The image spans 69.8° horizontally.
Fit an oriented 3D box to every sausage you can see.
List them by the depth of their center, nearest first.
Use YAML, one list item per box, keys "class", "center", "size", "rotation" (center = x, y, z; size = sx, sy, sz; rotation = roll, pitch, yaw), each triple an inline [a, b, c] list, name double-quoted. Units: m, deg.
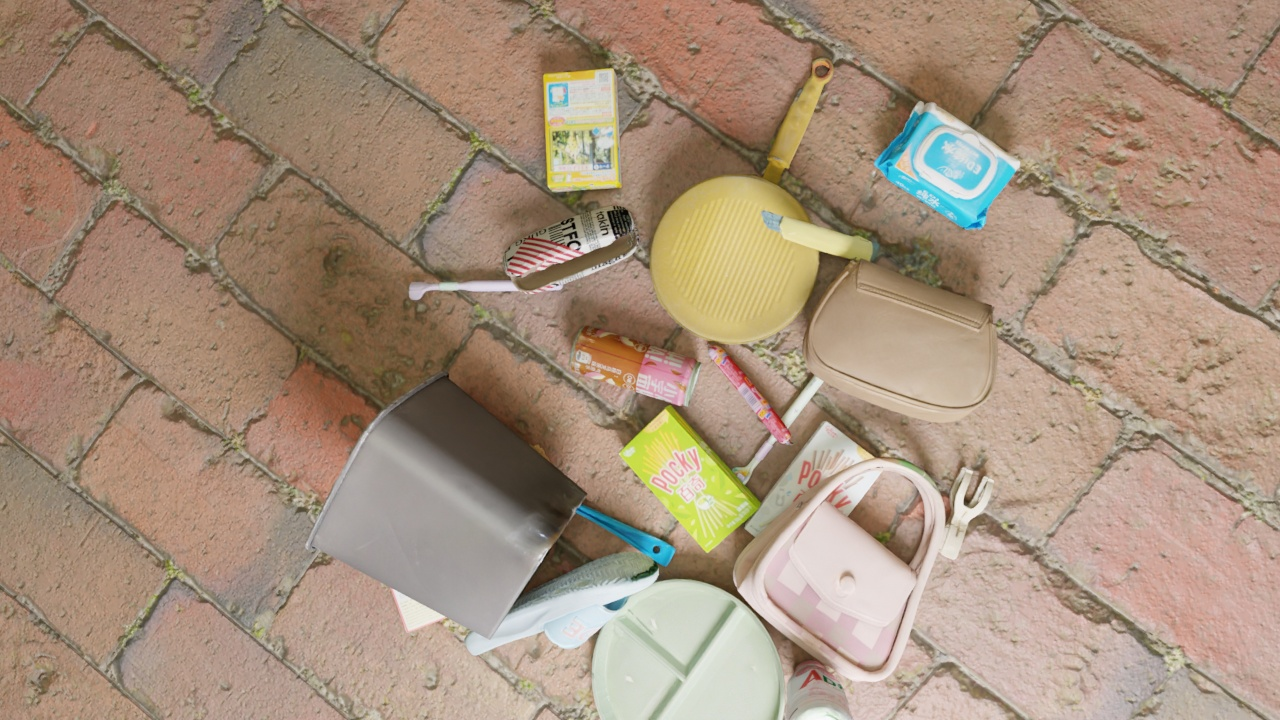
- class: "sausage"
  center: [0.126, 0.037, 1.060]
  size: [0.020, 0.020, 0.156]
  rotation: [-39, 74, 4]

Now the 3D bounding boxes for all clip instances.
- class: "clip"
  center: [0.357, 0.170, 1.015]
  size: [0.034, 0.076, 0.103]
  rotation: [25, 80, 7]

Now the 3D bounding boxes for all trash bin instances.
- class: "trash bin"
  center: [-0.197, 0.159, 0.994]
  size: [0.220, 0.198, 0.199]
  rotation: [33, 110, 2]

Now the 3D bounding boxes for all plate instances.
- class: "plate"
  center: [0.053, 0.363, 1.043]
  size: [0.230, 0.027, 0.230]
  rotation: [-2, 86, 21]

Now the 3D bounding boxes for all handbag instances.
- class: "handbag"
  center: [0.236, 0.212, 1.006]
  size: [0.193, 0.093, 0.234]
  rotation: [38, 85, -8]
- class: "handbag"
  center: [0.287, -0.018, 1.015]
  size: [0.204, 0.100, 0.147]
  rotation: [22, 80, 8]

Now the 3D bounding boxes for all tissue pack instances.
- class: "tissue pack"
  center: [0.345, -0.218, 1.028]
  size: [0.140, 0.063, 0.090]
  rotation: [36, 93, 7]

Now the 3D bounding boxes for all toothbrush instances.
- class: "toothbrush"
  center: [0.169, 0.067, 1.064]
  size: [0.189, 0.020, 0.029]
  rotation: [-52, 41, 2]
- class: "toothbrush"
  center: [-0.187, -0.088, 1.116]
  size: [0.189, 0.021, 0.029]
  rotation: [-1, 56, 6]

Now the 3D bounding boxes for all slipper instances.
- class: "slipper"
  center: [-0.089, 0.291, 1.046]
  size: [0.246, 0.104, 0.074]
  rotation: [-26, 89, 15]

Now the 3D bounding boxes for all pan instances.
- class: "pan"
  center: [0.142, -0.190, 1.064]
  size: [0.198, 0.078, 0.357]
  rotation: [25, 98, 3]

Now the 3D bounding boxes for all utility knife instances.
- class: "utility knife"
  center: [0.203, -0.137, 1.018]
  size: [0.176, 0.019, 0.031]
  rotation: [12, 78, -36]

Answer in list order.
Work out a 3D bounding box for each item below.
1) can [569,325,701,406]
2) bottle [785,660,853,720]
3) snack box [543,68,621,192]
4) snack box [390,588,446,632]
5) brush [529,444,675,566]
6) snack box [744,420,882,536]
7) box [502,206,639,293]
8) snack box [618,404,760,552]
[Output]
- class: "can"
  center: [-0.006, 0.006, 1.069]
  size: [0.147, 0.058, 0.058]
  rotation: [17, 90, 8]
- class: "bottle"
  center: [0.183, 0.361, 0.962]
  size: [0.068, 0.197, 0.068]
  rotation: [0, 88, 7]
- class: "snack box"
  center: [-0.070, -0.275, 1.101]
  size: [0.087, 0.033, 0.140]
  rotation: [-3, 86, 7]
- class: "snack box"
  center: [-0.222, 0.263, 1.104]
  size: [0.156, 0.027, 0.077]
  rotation: [-22, 86, 6]
- class: "brush"
  center: [-0.075, 0.171, 1.086]
  size: [0.254, 0.046, 0.083]
  rotation: [28, 88, 4]
- class: "snack box"
  center: [0.199, 0.156, 1.054]
  size: [0.085, 0.027, 0.157]
  rotation: [37, 94, 7]
- class: "box"
  center: [-0.080, -0.129, 1.093]
  size: [0.163, 0.076, 0.075]
  rotation: [-23, 49, 3]
- class: "snack box"
  center: [0.056, 0.136, 1.061]
  size: [0.156, 0.026, 0.086]
  rotation: [48, 112, 6]
